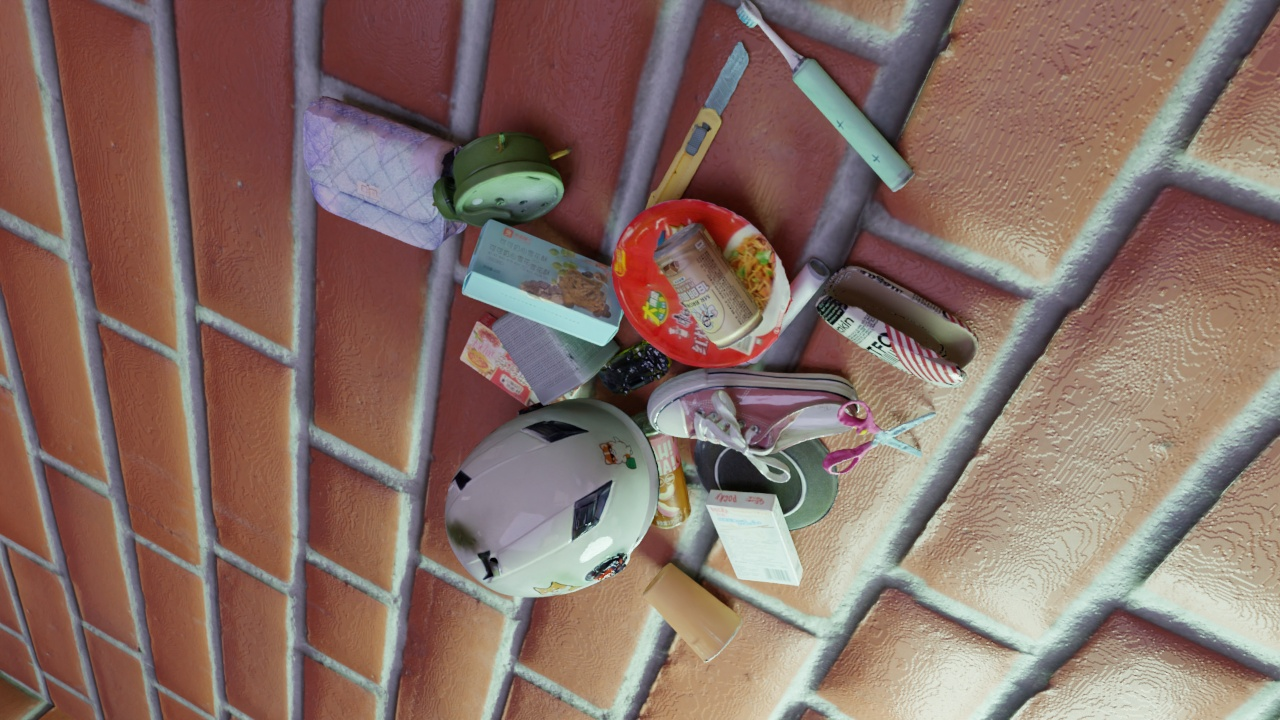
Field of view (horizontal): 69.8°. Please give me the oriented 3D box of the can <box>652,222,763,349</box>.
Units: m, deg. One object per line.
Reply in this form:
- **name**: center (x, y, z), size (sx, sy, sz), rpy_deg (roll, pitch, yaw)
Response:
- **can**: center (0.066, -0.073, 0.895), size (0.059, 0.058, 0.116), rpy_deg (-27, 105, 37)

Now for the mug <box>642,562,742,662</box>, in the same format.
- **mug**: center (0.067, 0.335, 1.239), size (0.123, 0.078, 0.078), rpy_deg (43, 130, 3)

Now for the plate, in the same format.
- **plate**: center (0.146, 0.139, 1.099), size (0.179, 0.024, 0.180), rpy_deg (14, 125, 20)

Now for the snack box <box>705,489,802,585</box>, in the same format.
- **snack box**: center (0.142, 0.220, 1.129), size (0.085, 0.026, 0.157), rpy_deg (0, 134, 27)

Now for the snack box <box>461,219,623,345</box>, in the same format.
- **snack box**: center (-0.102, -0.084, 1.006), size (0.174, 0.074, 0.052), rpy_deg (21, 149, -14)

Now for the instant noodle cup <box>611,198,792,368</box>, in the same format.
- **instant noodle cup**: center (0.070, -0.088, 0.964), size (0.194, 0.065, 0.194), rpy_deg (14, 125, 20)

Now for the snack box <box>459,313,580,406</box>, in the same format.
- **snack box**: center (-0.153, 0.012, 1.168), size (0.153, 0.025, 0.075), rpy_deg (35, 129, 2)

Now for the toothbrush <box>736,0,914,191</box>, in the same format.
- **toothbrush**: center (0.168, -0.243, 0.837), size (0.224, 0.026, 0.027), rpy_deg (46, 151, -7)

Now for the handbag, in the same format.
- **handbag**: center (-0.293, -0.214, 1.061), size (0.194, 0.075, 0.134), rpy_deg (21, 127, 13)

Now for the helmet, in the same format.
- **helmet**: center (-0.126, 0.166, 1.072), size (0.275, 0.156, 0.230), rpy_deg (-34, 73, 29)

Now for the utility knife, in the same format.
- **utility knife**: center (0.055, -0.220, 0.922), size (0.031, 0.022, 0.221), rpy_deg (30, 125, -1)

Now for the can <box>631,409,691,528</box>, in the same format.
- **can**: center (0.024, 0.136, 1.137), size (0.058, 0.057, 0.147), rpy_deg (2, 121, 26)

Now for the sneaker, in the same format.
- **sneaker**: center (0.116, 0.067, 1.008), size (0.241, 0.087, 0.118), rpy_deg (-2, 134, 20)

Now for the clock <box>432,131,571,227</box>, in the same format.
- **clock**: center (-0.155, -0.185, 0.986), size (0.162, 0.116, 0.056), rpy_deg (-30, 68, 41)

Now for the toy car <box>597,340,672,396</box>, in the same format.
- **toy car**: center (-0.006, 0.006, 1.086), size (0.105, 0.032, 0.048), rpy_deg (-27, 106, 41)

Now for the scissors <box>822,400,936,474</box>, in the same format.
- **scissors**: center (0.250, 0.087, 0.981), size (0.133, 0.017, 0.130), rpy_deg (24, 116, -26)

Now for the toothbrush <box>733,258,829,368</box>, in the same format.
- **toothbrush**: center (0.133, -0.025, 0.998), size (0.026, 0.026, 0.222), rpy_deg (21, 132, -16)

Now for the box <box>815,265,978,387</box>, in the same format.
- **box**: center (0.258, -0.038, 0.917), size (0.163, 0.083, 0.075), rpy_deg (28, 165, 7)

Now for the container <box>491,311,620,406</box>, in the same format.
- **container**: center (-0.102, -0.026, 1.079), size (0.090, 0.090, 0.114), rpy_deg (-29, 101, 37)
